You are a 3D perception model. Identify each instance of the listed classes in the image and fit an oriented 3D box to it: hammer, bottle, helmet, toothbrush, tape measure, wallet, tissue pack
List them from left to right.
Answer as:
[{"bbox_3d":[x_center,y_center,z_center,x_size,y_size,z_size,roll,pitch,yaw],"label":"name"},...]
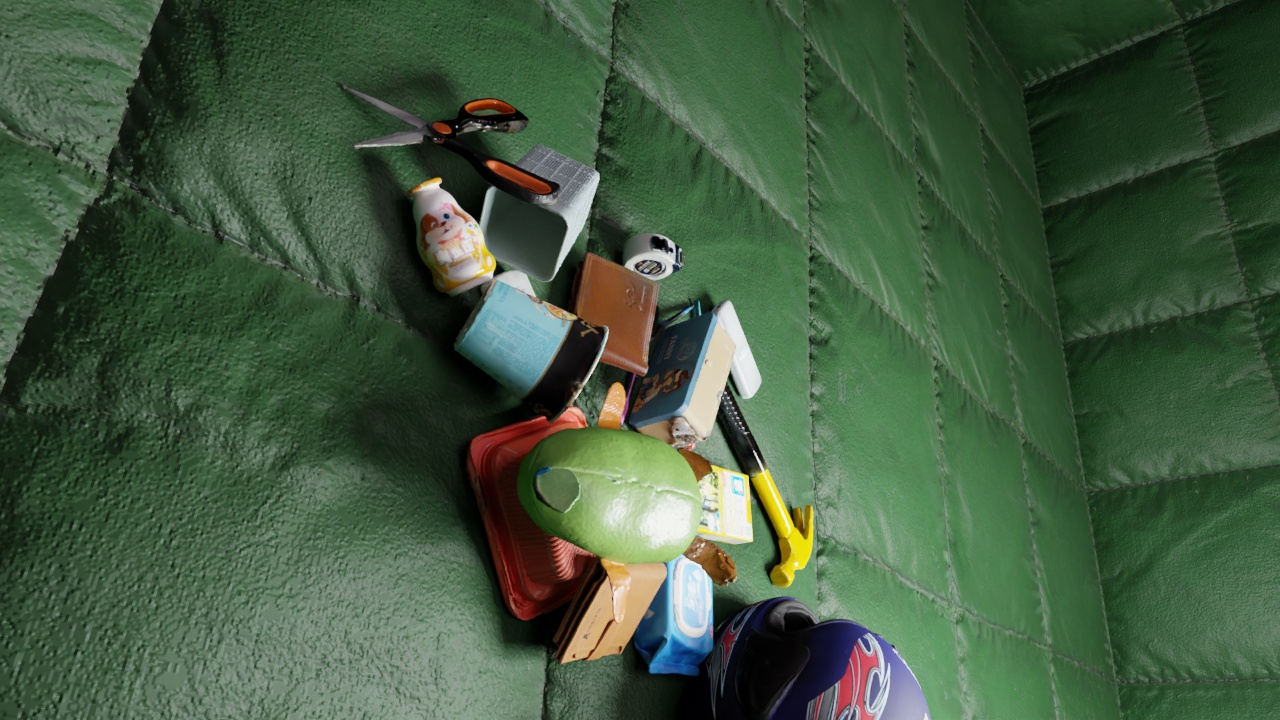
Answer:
[{"bbox_3d":[-0.184,-0.118,0.877,0.063,0.063,0.108,-36,104,-52],"label":"bottle"},{"bbox_3d":[-0.030,0.243,0.900,0.108,0.031,0.131,-62,151,0],"label":"wallet"},{"bbox_3d":[-0.030,-0.051,1.039,0.101,0.032,0.124,20,61,-20],"label":"wallet"},{"bbox_3d":[-0.007,0.006,1.099,0.014,0.018,0.188,43,49,-34],"label":"toothbrush"},{"bbox_3d":[0.011,-0.127,1.127,0.066,0.066,0.033,30,49,-44],"label":"tape measure"},{"bbox_3d":[0.033,-0.049,1.145,0.016,0.014,0.189,67,27,-7],"label":"toothbrush"},{"bbox_3d":[0.040,0.268,1.015,0.095,0.052,0.157,27,55,-43],"label":"tissue pack"},{"bbox_3d":[0.157,0.148,1.232,0.128,0.033,0.301,-42,109,-51],"label":"hammer"},{"bbox_3d":[0.197,0.399,1.010,0.247,0.241,0.314,58,38,-21],"label":"helmet"}]

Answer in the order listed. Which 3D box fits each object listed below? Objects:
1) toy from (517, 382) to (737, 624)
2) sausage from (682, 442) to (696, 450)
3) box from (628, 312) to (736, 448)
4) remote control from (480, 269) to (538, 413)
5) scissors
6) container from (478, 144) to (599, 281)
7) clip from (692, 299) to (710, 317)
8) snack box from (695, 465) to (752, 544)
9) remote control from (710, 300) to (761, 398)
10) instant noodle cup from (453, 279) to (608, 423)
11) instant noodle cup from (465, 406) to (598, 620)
[{"bbox_3d":[-0.012,0.125,0.844,0.246,0.090,0.226,21,53,-39],"label":"toy"},{"bbox_3d":[0.066,0.048,1.167,0.020,0.020,0.155,35,50,-39],"label":"sausage"},{"bbox_3d":[0.055,0.021,1.107,0.061,0.090,0.183,47,41,-29],"label":"box"},{"bbox_3d":[-0.117,-0.021,0.957,0.058,0.021,0.150,-32,102,-51],"label":"remote control"},{"bbox_3d":[-0.173,-0.210,0.883,0.221,0.022,0.233,35,35,8],"label":"scissors"},{"bbox_3d":[-0.103,-0.159,0.957,0.090,0.090,0.111,26,44,2],"label":"container"},{"bbox_3d":[0.080,-0.053,1.230,0.034,0.013,0.054,35,51,-38],"label":"clip"},{"bbox_3d":[0.086,0.175,1.130,0.140,0.034,0.086,22,59,-48],"label":"snack box"},{"bbox_3d":[0.131,-0.015,1.266,0.055,0.020,0.136,-50,121,-53],"label":"remote control"},{"bbox_3d":[-0.110,-0.016,0.884,0.120,0.111,0.111,32,49,-14],"label":"instant noodle cup"},{"bbox_3d":[-0.075,0.145,0.897,0.164,0.079,0.189,-19,96,-49],"label":"instant noodle cup"}]
